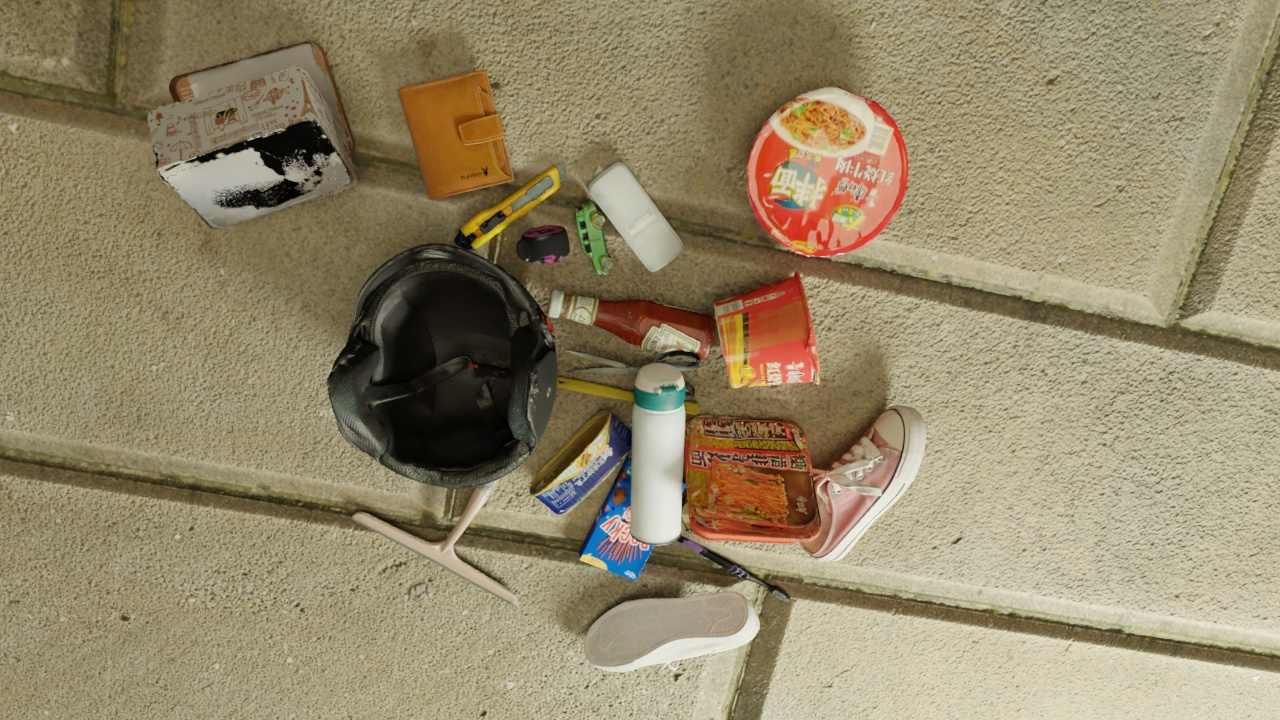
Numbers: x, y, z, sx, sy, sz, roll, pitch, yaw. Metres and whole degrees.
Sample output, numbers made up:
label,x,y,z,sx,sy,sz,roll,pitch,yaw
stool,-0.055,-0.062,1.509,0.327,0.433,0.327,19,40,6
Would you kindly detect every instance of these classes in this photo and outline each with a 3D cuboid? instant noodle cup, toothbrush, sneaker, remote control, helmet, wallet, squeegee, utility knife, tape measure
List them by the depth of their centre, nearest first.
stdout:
label,x,y,z,sx,sy,sz,roll,pitch,yaw
helmet,-0.209,0.005,1.040,0.233,0.230,0.275,-2,98,3
wallet,-0.206,-0.264,1.068,0.119,0.035,0.131,-12,107,5
instant noodle cup,0.217,-0.224,1.094,0.194,0.065,0.194,-1,106,-4
tape measure,-0.114,-0.137,1.095,0.058,0.057,0.039,-4,111,12
utility knife,-0.155,-0.184,1.100,0.165,0.015,0.033,-35,108,5
remote control,-0.005,-0.173,1.112,0.056,0.020,0.136,-37,105,5
instant noodle cup,0.152,-0.031,1.114,0.109,0.137,0.138,-11,106,7
instant noodle cup,0.134,0.160,1.155,0.164,0.188,0.079,4,136,-5
toothbrush,-0.017,0.047,1.174,0.190,0.017,0.015,12,69,-5
squeegee,-0.208,0.174,1.184,0.247,0.040,0.250,31,100,-12
sneaker,0.273,0.156,1.187,0.087,0.118,0.241,22,109,-31
sneaker,0.045,0.368,1.243,0.242,0.089,0.091,-16,148,15
toothbrush,0.127,0.285,1.254,0.189,0.016,0.014,30,101,-10

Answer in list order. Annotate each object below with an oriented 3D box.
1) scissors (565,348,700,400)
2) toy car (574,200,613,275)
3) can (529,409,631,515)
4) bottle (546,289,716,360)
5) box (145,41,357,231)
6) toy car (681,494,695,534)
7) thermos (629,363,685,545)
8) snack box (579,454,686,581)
label,x,y,z,sx,sy,sz,roll,pitch,yaw
scissors,-0.003,0.013,1.146,0.160,0.014,0.175,-26,133,36
toy car,-0.055,-0.146,1.105,0.036,0.043,0.091,-16,105,-3
can,-0.074,0.130,1.165,0.049,0.074,0.148,42,99,-17
bottle,-0.012,-0.049,1.126,0.206,0.059,0.060,13,104,-8
box,-0.424,-0.266,1.015,0.182,0.154,0.181,-18,70,-3
toy car,0.131,0.203,1.219,0.158,0.042,0.070,5,105,-9
thermos,0.020,0.114,1.132,0.073,0.073,0.224,-1,112,-5
snack box,-0.012,0.210,1.215,0.084,0.026,0.157,24,102,-11
